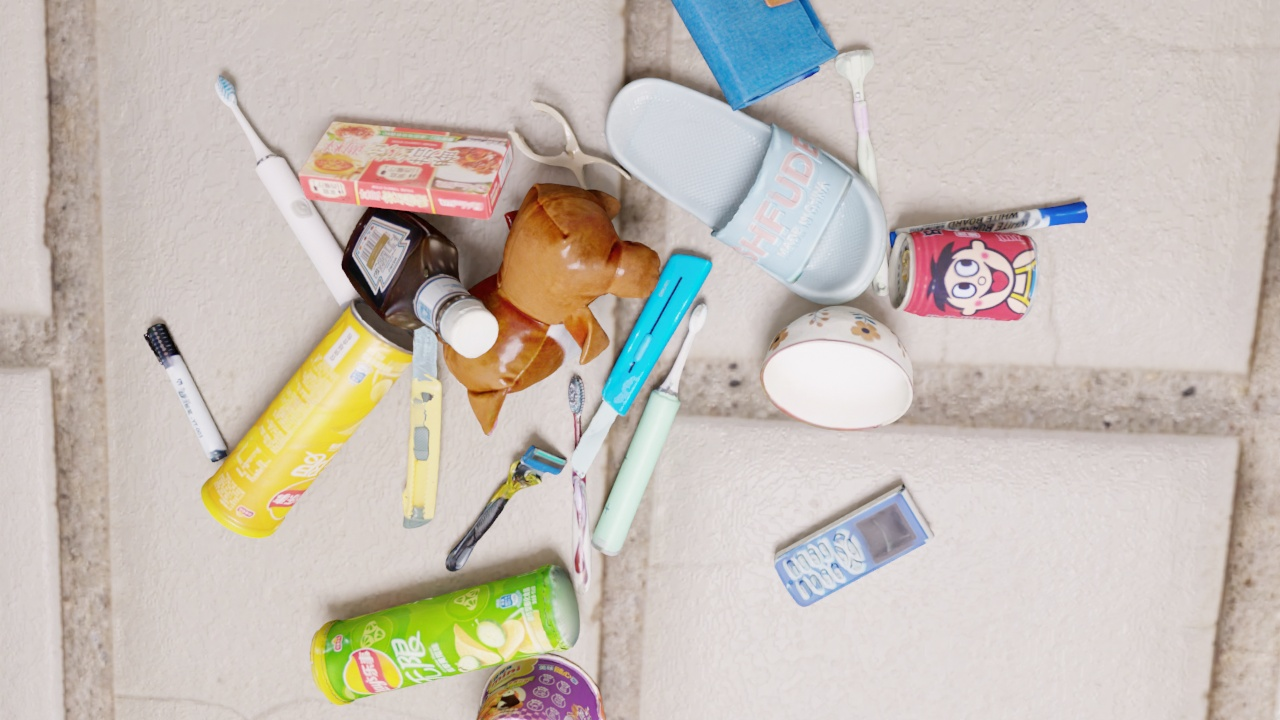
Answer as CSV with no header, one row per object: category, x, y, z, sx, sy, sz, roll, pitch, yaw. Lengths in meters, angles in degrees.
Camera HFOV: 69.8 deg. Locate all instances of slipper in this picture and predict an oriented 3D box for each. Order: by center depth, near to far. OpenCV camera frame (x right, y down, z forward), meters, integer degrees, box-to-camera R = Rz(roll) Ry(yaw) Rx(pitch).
slipper,0.079,-0.137,0.697,0.245,0.074,0.104,33,100,6

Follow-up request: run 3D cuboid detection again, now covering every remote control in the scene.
remote control,0.171,0.151,0.746,0.125,0.024,0.049,-31,92,10

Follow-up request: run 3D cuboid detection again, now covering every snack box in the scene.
snack box,-0.185,-0.153,0.732,0.153,0.075,0.025,7,139,6

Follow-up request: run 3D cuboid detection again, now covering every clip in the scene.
clip,-0.066,-0.157,0.738,0.081,0.034,0.104,-37,99,7

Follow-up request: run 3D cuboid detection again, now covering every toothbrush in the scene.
toothbrush,0.178,-0.144,0.715,0.029,0.020,0.189,-7,97,14
toothbrush,0.010,0.057,0.754,0.026,0.027,0.224,20,99,-9
toothbrush,-0.295,-0.141,0.770,0.026,0.026,0.221,-29,93,51
toothbrush,-0.052,0.107,0.771,0.016,0.017,0.187,-1,96,3

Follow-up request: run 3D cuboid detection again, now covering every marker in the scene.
marker,0.267,-0.104,0.709,0.146,0.017,0.017,-7,95,8
marker,-0.399,0.029,0.806,0.023,0.018,0.130,-24,93,17

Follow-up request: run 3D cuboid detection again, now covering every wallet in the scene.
wallet,0.078,-0.263,0.684,0.106,0.040,0.133,-32,94,-25

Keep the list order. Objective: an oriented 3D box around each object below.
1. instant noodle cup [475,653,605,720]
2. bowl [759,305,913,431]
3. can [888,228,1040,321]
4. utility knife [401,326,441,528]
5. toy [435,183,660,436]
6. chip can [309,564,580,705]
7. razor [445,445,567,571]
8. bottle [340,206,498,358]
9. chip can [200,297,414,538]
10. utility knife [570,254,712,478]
instant noodle cup,-0.093,0.313,0.760,0.111,0.099,0.111,1,95,7
bowl,0.151,-0.002,0.702,0.113,0.114,0.062,12,56,5
can,0.240,-0.064,0.687,0.094,0.066,0.066,3,97,0
utility knife,-0.182,0.059,0.764,0.031,0.020,0.195,6,109,-6
toy,-0.080,-0.043,0.712,0.200,0.130,0.140,-46,47,18
chip can,-0.160,0.230,0.772,0.221,0.072,0.072,-16,94,8
razor,-0.122,0.126,0.782,0.042,0.022,0.143,29,107,-41
bottle,-0.167,-0.059,0.696,0.195,0.044,0.080,37,101,45
chip can,-0.275,0.049,0.765,0.072,0.072,0.213,41,99,1
utility knife,-0.004,0.004,0.749,0.034,0.018,0.207,29,96,1
